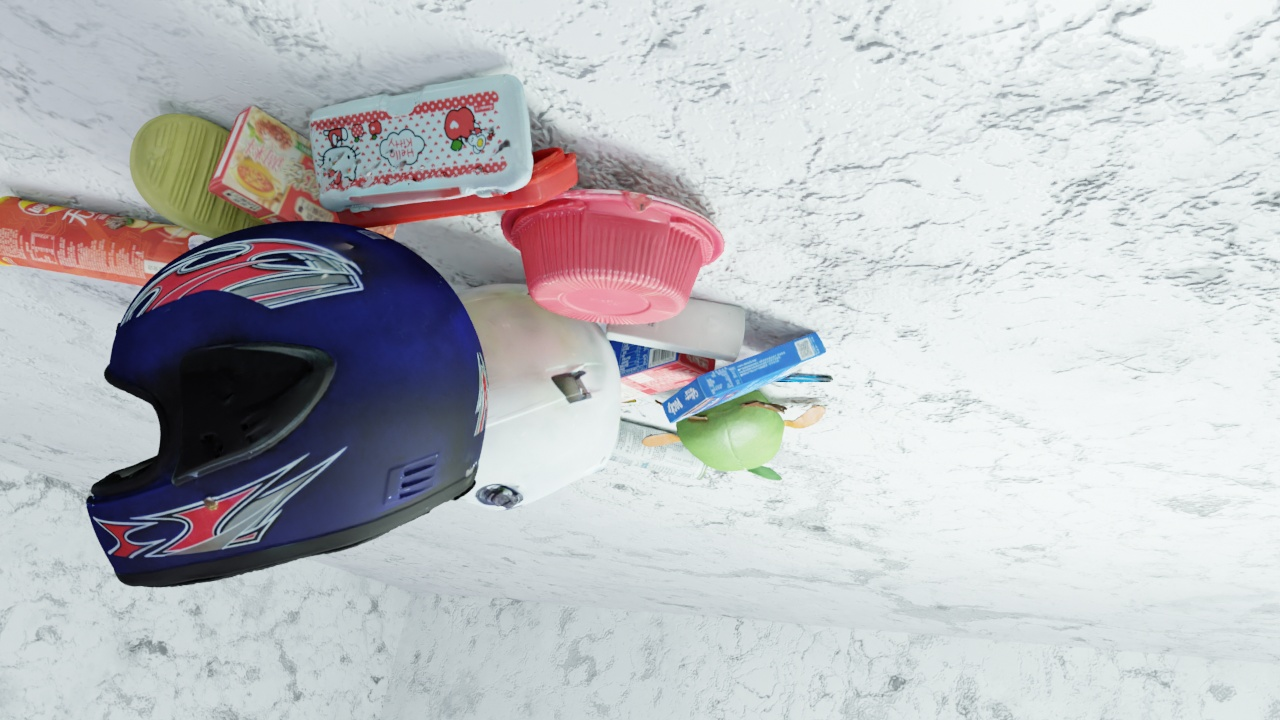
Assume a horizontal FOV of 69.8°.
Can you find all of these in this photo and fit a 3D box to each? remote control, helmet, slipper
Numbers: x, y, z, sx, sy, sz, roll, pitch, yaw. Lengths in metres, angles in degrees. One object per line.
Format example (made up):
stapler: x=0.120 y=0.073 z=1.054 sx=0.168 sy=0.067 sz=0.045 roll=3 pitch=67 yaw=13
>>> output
remote control: x=0.035 y=-0.036 z=0.905 sx=0.135 sy=0.056 sz=0.019 roll=10 pitch=158 yaw=-2
helmet: x=-0.137 y=0.016 z=0.891 sx=0.258 sy=0.228 sz=0.146 roll=-6 pitch=146 yaw=-18
helmet: x=-0.280 y=0.020 z=0.709 sx=0.315 sy=0.240 sz=0.247 roll=-15 pitch=-175 yaw=3
slipper: x=-0.350 y=-0.133 z=0.794 sx=0.082 sy=0.091 sz=0.190 roll=-8 pitch=155 yaw=41

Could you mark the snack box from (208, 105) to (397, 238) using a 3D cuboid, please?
snack box: x=-0.273 y=-0.137 z=0.766 sx=0.026 sy=0.075 sz=0.152 roll=-9 pitch=151 yaw=39

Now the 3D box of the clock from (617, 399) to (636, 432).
clock: x=-0.096 y=0.050 z=1.161 sx=0.161 sy=0.056 sz=0.116 roll=17 pitch=156 yaw=-17

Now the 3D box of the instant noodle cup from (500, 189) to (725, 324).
instant noodle cup: x=-0.026 y=-0.078 z=0.783 sx=0.194 sy=0.065 sz=0.194 roll=4 pitch=167 yaw=1

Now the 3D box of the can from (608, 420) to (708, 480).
can: x=0.021 y=0.126 z=1.291 sx=0.146 sy=0.058 sz=0.058 roll=14 pitch=157 yaw=-12

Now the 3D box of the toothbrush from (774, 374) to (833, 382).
toothbrush: x=0.125 y=0.018 z=1.057 sx=0.190 sy=0.016 sz=0.014 roll=0 pitch=147 yaw=15

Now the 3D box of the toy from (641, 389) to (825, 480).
toy: x=0.111 y=0.082 z=1.112 sx=0.227 sy=0.089 sz=0.247 roll=-7 pitch=158 yaw=12

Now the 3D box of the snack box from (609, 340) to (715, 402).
snack box: x=-0.006 y=0.006 z=1.021 sx=0.058 sy=0.057 sz=0.208 roll=23 pitch=154 yaw=-35

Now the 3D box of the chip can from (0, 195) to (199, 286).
chip can: x=-0.543 y=-0.116 z=0.933 sx=0.216 sy=0.073 sz=0.073 roll=9 pitch=158 yaw=1

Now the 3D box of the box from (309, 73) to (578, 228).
box: x=-0.156 y=-0.161 z=0.698 sx=0.202 sy=0.095 sz=0.101 roll=-2 pitch=114 yaw=27

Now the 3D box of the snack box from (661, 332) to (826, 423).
snack box: x=0.105 y=0.017 z=0.931 sx=0.156 sy=0.026 sz=0.085 roll=-19 pitch=169 yaw=-29

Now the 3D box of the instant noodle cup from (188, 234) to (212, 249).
instant noodle cup: x=-0.360 y=-0.092 z=0.922 sx=0.138 sy=0.060 sz=0.174 roll=14 pitch=158 yaw=-7
